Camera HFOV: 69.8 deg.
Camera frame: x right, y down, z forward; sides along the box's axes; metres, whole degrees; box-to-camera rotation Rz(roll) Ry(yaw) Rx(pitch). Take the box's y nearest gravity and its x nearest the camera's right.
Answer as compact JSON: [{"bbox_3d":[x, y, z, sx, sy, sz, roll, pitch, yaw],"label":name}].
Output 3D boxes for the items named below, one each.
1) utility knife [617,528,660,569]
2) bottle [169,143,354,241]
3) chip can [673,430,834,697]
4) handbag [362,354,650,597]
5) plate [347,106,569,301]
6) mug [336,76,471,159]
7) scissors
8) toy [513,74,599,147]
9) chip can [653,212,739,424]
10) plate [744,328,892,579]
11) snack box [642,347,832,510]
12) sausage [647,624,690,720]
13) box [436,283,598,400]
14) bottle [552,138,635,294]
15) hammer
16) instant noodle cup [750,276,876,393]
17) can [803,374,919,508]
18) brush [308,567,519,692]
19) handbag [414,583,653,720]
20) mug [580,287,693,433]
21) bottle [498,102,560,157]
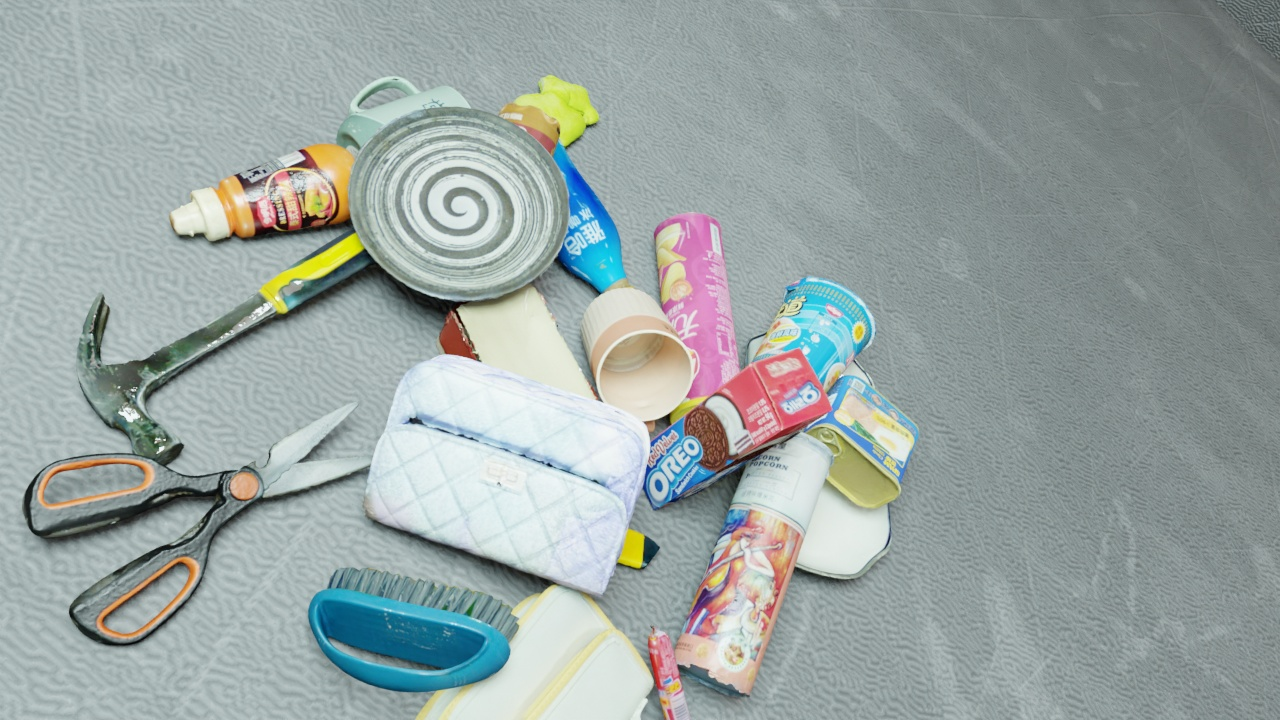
[{"bbox_3d":[-0.061,0.139,0.751,0.167,0.015,0.033,19,50,-17],"label":"utility knife"},{"bbox_3d":[-0.303,-0.131,0.745,0.149,0.067,0.066,-23,76,-29],"label":"bottle"},{"bbox_3d":[0.094,0.164,0.759,0.071,0.071,0.214,30,67,-11],"label":"chip can"},{"bbox_3d":[-0.097,0.081,0.670,0.194,0.134,0.075,17,10,4],"label":"handbag"},{"bbox_3d":[-0.148,-0.129,0.755,0.179,0.024,0.179,5,70,-15],"label":"plate"},{"bbox_3d":[-0.212,-0.200,0.813,0.106,0.082,0.111,-29,84,-31],"label":"mug"},{"bbox_3d":[-0.289,0.105,0.628,0.226,0.022,0.197,12,73,-32],"label":"scissors"},{"bbox_3d":[-0.087,-0.258,0.955,0.096,0.031,0.100,16,56,-23],"label":"toy"},{"bbox_3d":[0.055,-0.039,0.883,0.071,0.072,0.210,10,58,-25],"label":"chip can"},{"bbox_3d":[0.164,0.085,0.895,0.162,0.034,0.265,15,57,-22],"label":"plate"},{"bbox_3d":[0.066,0.061,0.744,0.058,0.208,0.057,-17,75,-34],"label":"snack box"},{"bbox_3d":[0.030,0.276,0.696,0.020,0.020,0.156,-14,89,-34],"label":"sausage"},{"bbox_3d":[-0.091,0.020,0.763,0.091,0.077,0.168,-21,75,-35],"label":"box"},{"bbox_3d":[-0.067,-0.138,0.876,0.065,0.065,0.218,-24,78,-37],"label":"bottle"},{"bbox_3d":[-0.273,-0.058,0.713,0.126,0.032,0.322,48,59,4],"label":"hammer"},{"bbox_3d":[0.153,-0.007,0.866,0.099,0.099,0.109,40,60,-3],"label":"instant noodle cup"},{"bbox_3d":[0.207,0.075,0.867,0.102,0.057,0.083,41,48,-4],"label":"can"},{"bbox_3d":[-0.157,0.183,0.612,0.144,0.055,0.073,10,37,11],"label":"brush"},{"bbox_3d":[-0.052,0.270,0.656,0.179,0.063,0.162,47,53,-2],"label":"handbag"},{"bbox_3d":[-0.005,0.005,0.804,0.081,0.115,0.105,-10,28,-8],"label":"mug"},{"bbox_3d":[-0.122,-0.137,0.815,0.057,0.057,0.174,19,82,-19],"label":"bottle"}]
